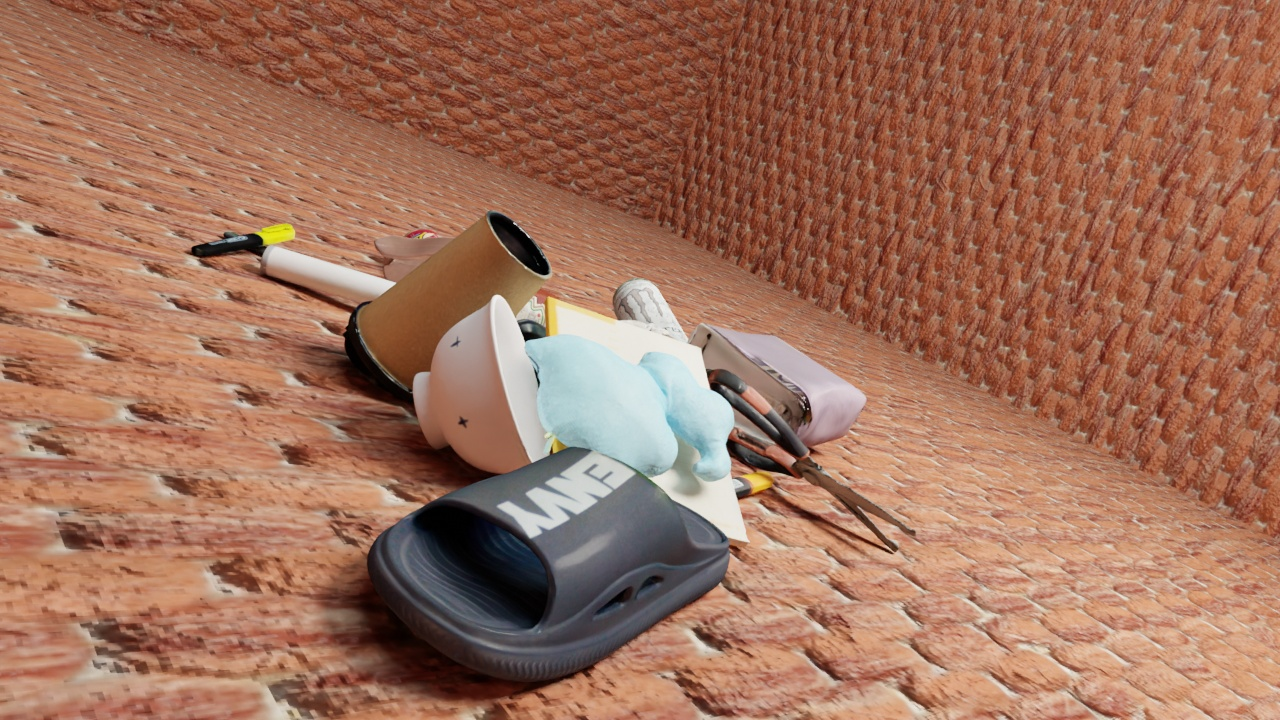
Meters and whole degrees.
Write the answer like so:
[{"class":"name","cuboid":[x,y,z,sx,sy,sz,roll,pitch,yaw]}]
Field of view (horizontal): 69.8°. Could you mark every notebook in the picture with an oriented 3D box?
[{"class":"notebook","cuboid":[-0.001,0.040,0.679,0.145,0.010,0.206,18,37,-22]}]

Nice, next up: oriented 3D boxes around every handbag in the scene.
[{"class":"handbag","cuboid":[0.133,0.035,0.940,0.145,0.098,0.196,27,11,26]}]

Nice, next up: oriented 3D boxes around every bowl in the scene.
[{"class":"bowl","cuboid":[-0.104,0.024,0.576,0.065,0.118,0.118,-14,13,2]}]

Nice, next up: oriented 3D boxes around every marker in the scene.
[{"class":"marker","cuboid":[0.074,0.103,0.732,0.018,0.015,0.123,28,15,29]},{"class":"marker","cuboid":[-0.346,-0.106,0.806,0.018,0.015,0.124,19,19,11]}]

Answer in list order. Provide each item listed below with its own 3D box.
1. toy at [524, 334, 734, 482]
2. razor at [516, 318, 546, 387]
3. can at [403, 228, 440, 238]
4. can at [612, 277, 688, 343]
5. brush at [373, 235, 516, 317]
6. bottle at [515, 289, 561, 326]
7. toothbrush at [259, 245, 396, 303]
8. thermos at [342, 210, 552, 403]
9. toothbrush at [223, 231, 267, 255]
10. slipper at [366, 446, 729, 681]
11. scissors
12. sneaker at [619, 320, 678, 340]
[{"class":"toy","cuboid":[-0.007,0.034,0.625,0.161,0.050,0.155,46,37,0]},{"class":"razor","cuboid":[-0.049,0.025,0.747,0.067,0.062,0.167,-26,48,-35]},{"class":"can","cuboid":[-0.213,-0.096,0.960,0.053,0.053,0.133,16,14,-33]},{"class":"can","cuboid":[0.015,-0.030,1.013,0.058,0.058,0.146,16,29,-32]},{"class":"brush","cuboid":[-0.170,-0.080,0.822,0.146,0.063,0.073,11,-32,23]},{"class":"bottle","cuboid":[-0.096,-0.042,0.939,0.205,0.060,0.060,14,15,-39]},{"class":"toothbrush","cuboid":[-0.214,-0.055,0.789,0.221,0.026,0.026,17,-31,-4]},{"class":"thermos","cuboid":[-0.133,-0.035,0.640,0.093,0.143,0.093,43,19,-18]},{"class":"toothbrush","cuboid":[-0.297,-0.082,0.833,0.181,0.018,0.015,23,19,4]},{"class":"slipper","cuboid":[-0.025,0.081,0.471,0.111,0.083,0.267,28,11,28]},{"class":"scissors","cuboid":[0.130,0.083,0.781,0.225,0.015,0.189,12,-38,54]},{"class":"sneaker","cuboid":[-0.005,0.005,0.829,0.118,0.088,0.241,15,15,-33]}]
